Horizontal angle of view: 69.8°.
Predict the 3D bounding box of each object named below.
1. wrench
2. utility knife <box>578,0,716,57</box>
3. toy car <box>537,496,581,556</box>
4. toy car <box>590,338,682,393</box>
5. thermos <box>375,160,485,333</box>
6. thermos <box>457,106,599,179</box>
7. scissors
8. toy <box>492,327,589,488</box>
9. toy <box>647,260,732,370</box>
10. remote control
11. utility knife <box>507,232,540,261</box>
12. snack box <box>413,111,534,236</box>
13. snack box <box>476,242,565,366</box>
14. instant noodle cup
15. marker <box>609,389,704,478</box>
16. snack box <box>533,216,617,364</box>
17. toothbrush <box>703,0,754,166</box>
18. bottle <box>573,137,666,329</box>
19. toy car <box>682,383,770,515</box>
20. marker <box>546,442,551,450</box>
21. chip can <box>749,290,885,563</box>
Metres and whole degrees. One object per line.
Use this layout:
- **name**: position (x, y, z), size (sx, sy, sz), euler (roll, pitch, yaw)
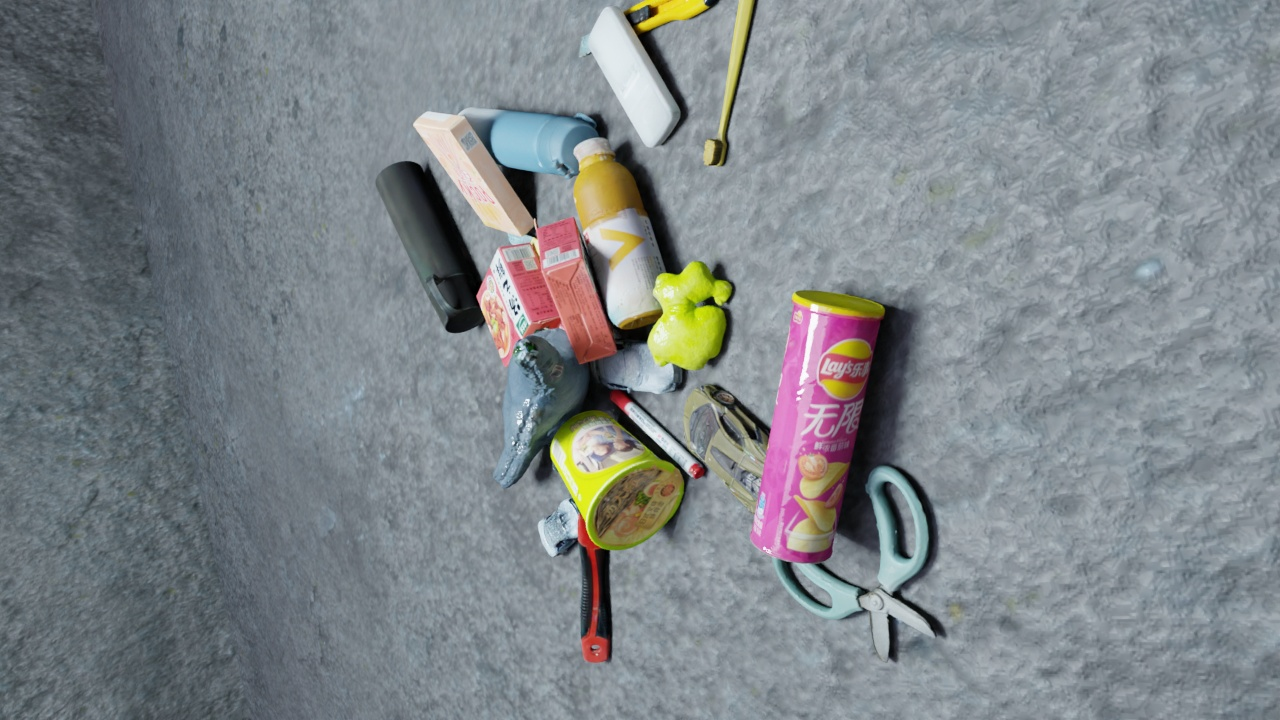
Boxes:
- **wrench**: position (-0.060, 0.226, 1.062), size (0.016, 0.056, 0.273), euler (-96, 1, -77)
- **utility knife**: position (0.000, -0.325, 0.876), size (0.216, 0.015, 0.033), euler (0, 96, 52)
- **toy car**: position (-0.095, 0.202, 1.107), size (0.106, 0.031, 0.049), euler (-47, 62, 46)
- **toy car**: position (-0.006, 0.006, 0.948), size (0.121, 0.036, 0.054), euler (4, 101, 47)
- **thermos**: position (-0.279, -0.154, 1.206), size (0.068, 0.090, 0.242), euler (-31, 69, 6)
- **thermos**: position (-0.128, -0.244, 1.017), size (0.221, 0.070, 0.070), euler (20, 114, 46)
- **scissors**: position (0.176, 0.164, 0.776), size (0.170, 0.019, 0.171), euler (9, 106, 48)
- **toy**: position (-0.111, 0.037, 0.999), size (0.091, 0.137, 0.357), euler (31, 154, 4)
- **toy**: position (0.046, -0.038, 0.859), size (0.097, 0.031, 0.100), euler (-21, 102, 17)
- **remote control**: position (-0.007, -0.272, 0.882), size (0.136, 0.020, 0.056), euler (61, 145, 11)
- **utility knife**: position (-0.098, -0.119, 1.043), size (0.205, 0.021, 0.031), euler (25, 113, 39)
- **snack box**: position (-0.189, -0.213, 1.056), size (0.084, 0.026, 0.157), euler (22, 153, 46)
- **snack box**: position (-0.140, -0.054, 1.078), size (0.127, 0.044, 0.113), euler (64, 147, 18)
- **instant noodle cup**: position (-0.033, 0.116, 0.959), size (0.123, 0.111, 0.112), euler (46, 131, 46)
- **marker**: position (0.016, 0.074, 0.951), size (0.145, 0.017, 0.017), euler (41, 128, 37)
- **snack box**: position (-0.066, -0.078, 0.936), size (0.127, 0.044, 0.113), euler (-106, -4, -56)
- **toothbrush**: position (0.080, -0.261, 0.793), size (0.016, 0.016, 0.190), euler (33, 123, 41)
- **bottle**: position (-0.023, -0.127, 0.909), size (0.068, 0.067, 0.189), euler (-27, 77, 50)
- **toy car**: position (0.087, 0.084, 0.849), size (0.158, 0.042, 0.070), euler (44, 129, 39)
- **marker**: position (-0.115, 0.093, 1.117), size (0.124, 0.015, 0.018), euler (56, 141, 24)
- **chip can**: position (0.139, 0.054, 0.736), size (0.071, 0.071, 0.211), euler (24, 111, 46)
